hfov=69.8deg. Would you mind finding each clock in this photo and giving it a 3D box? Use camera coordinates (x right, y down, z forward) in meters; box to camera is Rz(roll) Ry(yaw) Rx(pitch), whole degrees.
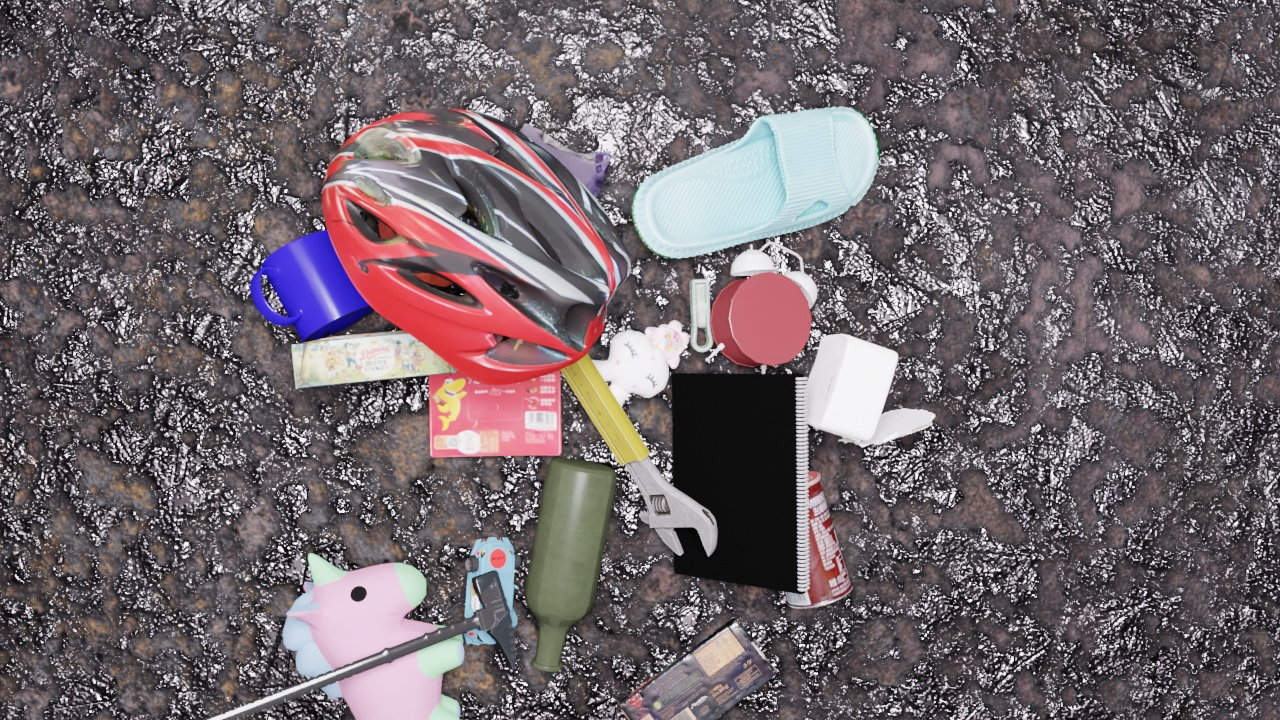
[{"bbox_3d":[0.124,-0.050,0.921,0.096,0.048,0.137,23,79,-19],"label":"clock"}]

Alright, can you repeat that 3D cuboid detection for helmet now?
[{"bbox_3d":[-0.137,-0.109,0.778,0.272,0.216,0.167,39,127,-4],"label":"helmet"}]

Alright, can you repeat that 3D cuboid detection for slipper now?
[{"bbox_3d":[0.123,-0.177,0.905,0.276,0.069,0.116,-21,96,-12],"label":"slipper"}]

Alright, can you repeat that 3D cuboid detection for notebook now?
[{"bbox_3d":[0.096,0.116,0.905,0.149,0.016,0.206,0,91,37],"label":"notebook"}]

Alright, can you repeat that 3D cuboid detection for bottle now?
[{"bbox_3d":[-0.075,0.204,0.917,0.071,0.071,0.207,10,90,-2],"label":"bottle"}]

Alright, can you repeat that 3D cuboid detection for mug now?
[{"bbox_3d":[-0.321,-0.068,0.886,0.079,0.111,0.083,-27,92,37],"label":"mug"}]

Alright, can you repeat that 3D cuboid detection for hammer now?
[{"bbox_3d":[-0.266,0.287,0.823,0.324,0.015,0.095,-15,85,-28],"label":"hammer"}]

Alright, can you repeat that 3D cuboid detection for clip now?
[{"bbox_3d":[0.061,-0.046,0.939,0.023,0.047,0.076,-3,95,-1],"label":"clip"}]

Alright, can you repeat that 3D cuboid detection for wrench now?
[{"bbox_3d":[-0.012,0.081,0.912,0.084,0.018,0.273,-28,95,43],"label":"wrench"}]

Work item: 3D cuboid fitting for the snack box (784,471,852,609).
[{"bbox_3d":[0.163,0.180,0.926,0.072,0.072,0.121,-18,92,-2],"label":"snack box"}]

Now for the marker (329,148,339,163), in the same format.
[{"bbox_3d":[-0.239,-0.200,0.930,0.145,0.019,0.019,4,91,-2],"label":"marker"}]

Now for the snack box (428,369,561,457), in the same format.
[{"bbox_3d":[-0.147,0.053,0.936,0.133,0.021,0.089,-1,91,-2],"label":"snack box"}]

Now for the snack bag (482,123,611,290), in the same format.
[{"bbox_3d":[-0.106,-0.125,0.917,0.096,0.058,0.205,19,91,-2],"label":"snack bag"}]

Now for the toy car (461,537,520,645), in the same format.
[{"bbox_3d":[-0.147,0.234,0.922,0.060,0.028,0.107,4,90,-38],"label":"toy car"}]

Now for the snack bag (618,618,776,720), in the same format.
[{"bbox_3d":[0.059,0.340,0.950,0.155,0.018,0.074,-36,92,-2],"label":"snack bag"}]

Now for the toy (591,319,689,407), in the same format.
[{"bbox_3d":[-0.006,0.005,0.932,0.125,0.037,0.076,-31,100,6],"label":"toy"}]

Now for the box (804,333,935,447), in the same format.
[{"bbox_3d":[0.236,0.040,0.908,0.130,0.110,0.103,17,90,-1],"label":"box"}]

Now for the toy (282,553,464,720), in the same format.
[{"bbox_3d":[-0.260,0.300,0.897,0.171,0.120,0.222,3,90,-12],"label":"toy"}]

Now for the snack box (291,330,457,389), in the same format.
[{"bbox_3d":[-0.236,-0.006,0.871,0.145,0.144,0.042,-5,94,-2],"label":"snack box"}]

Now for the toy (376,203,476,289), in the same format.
[{"bbox_3d":[-0.216,-0.111,0.898,0.119,0.099,0.097,-42,137,22],"label":"toy"}]
